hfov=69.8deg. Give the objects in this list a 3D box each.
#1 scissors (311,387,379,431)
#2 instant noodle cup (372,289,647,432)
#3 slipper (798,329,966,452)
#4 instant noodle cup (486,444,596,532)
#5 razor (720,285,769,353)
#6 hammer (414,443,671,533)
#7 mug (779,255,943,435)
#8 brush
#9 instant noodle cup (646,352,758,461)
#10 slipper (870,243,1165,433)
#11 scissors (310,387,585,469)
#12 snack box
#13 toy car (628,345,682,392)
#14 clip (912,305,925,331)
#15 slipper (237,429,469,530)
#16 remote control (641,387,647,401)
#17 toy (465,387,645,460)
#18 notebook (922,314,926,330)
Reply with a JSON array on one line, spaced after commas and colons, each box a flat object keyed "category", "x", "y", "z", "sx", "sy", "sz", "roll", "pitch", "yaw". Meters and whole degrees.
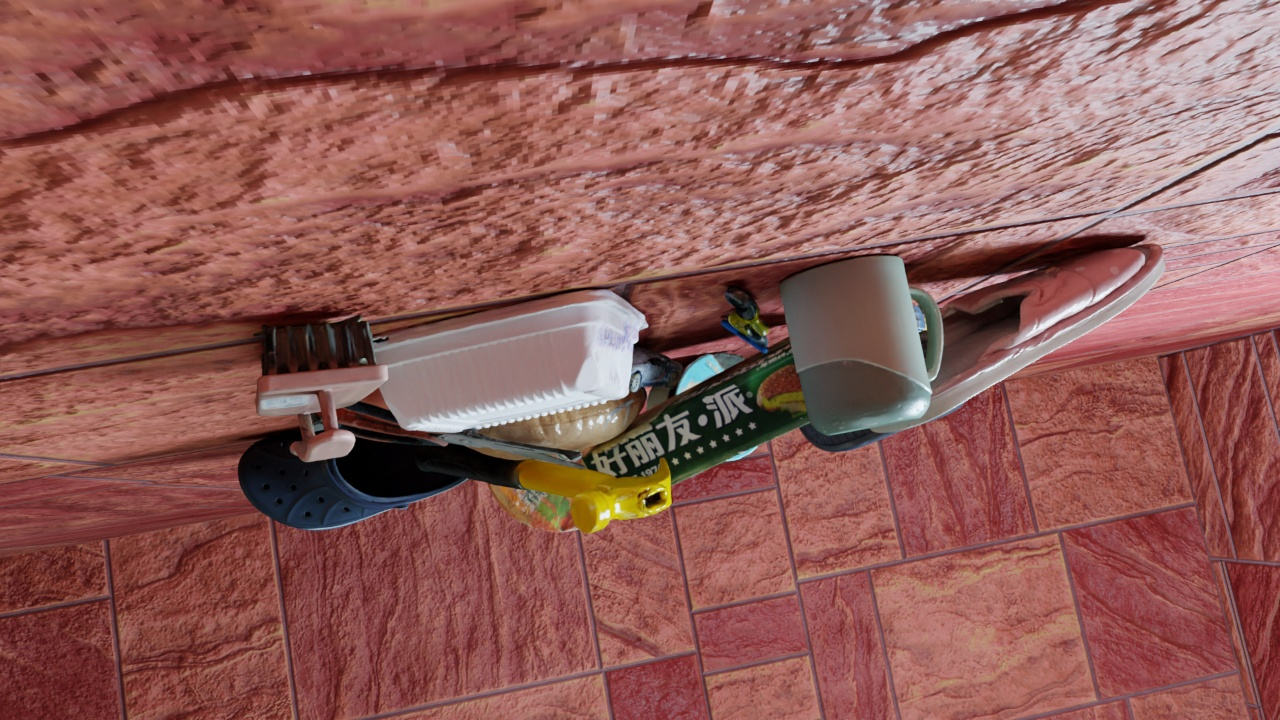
[{"category": "scissors", "x": -0.267, "y": 0.043, "z": 0.797, "sx": 0.235, "sy": 0.021, "sz": 0.125, "roll": -9, "pitch": 165, "yaw": 31}, {"category": "instant noodle cup", "x": -0.085, "y": 0.007, "z": 0.602, "sx": 0.173, "sy": 0.060, "sz": 0.138, "roll": -13, "pitch": 172, "yaw": 11}, {"category": "slipper", "x": 0.267, "y": 0.032, "z": 0.999, "sx": 0.083, "sy": 0.110, "sz": 0.269, "roll": -10, "pitch": 173, "yaw": -32}, {"category": "instant noodle cup", "x": -0.087, "y": 0.096, "z": 0.962, "sx": 0.151, "sy": 0.151, "sz": 0.111, "roll": -9, "pitch": -179, "yaw": -7}, {"category": "razor", "x": 0.074, "y": -0.035, "z": 0.652, "sx": 0.043, "sy": 0.022, "sz": 0.142, "roll": 33, "pitch": 178, "yaw": 13}, {"category": "hammer", "x": -0.096, "y": 0.098, "z": 0.792, "sx": 0.301, "sy": 0.033, "sz": 0.128, "roll": 3, "pitch": -173, "yaw": 42}, {"category": "mug", "x": 0.157, "y": -0.010, "z": 0.617, "sx": 0.111, "sy": 0.106, "sz": 0.082, "roll": -8, "pitch": 171, "yaw": -22}, {"category": "brush", "x": -0.188, "y": 0.022, "z": 0.525, "sx": 0.063, "sy": 0.073, "sz": 0.146, "roll": -7, "pitch": 174, "yaw": -26}, {"category": "instant noodle cup", "x": 0.061, "y": 0.049, "z": 0.974, "sx": 0.111, "sy": 0.111, "sz": 0.121, "roll": -7, "pitch": 180, "yaw": -22}, {"category": "slipper", "x": 0.276, "y": -0.030, "z": 0.694, "sx": 0.274, "sy": 0.054, "sz": 0.114, "roll": -29, "pitch": -174, "yaw": -12}, {"category": "scissors", "x": -0.154, "y": 0.051, "z": 0.694, "sx": 0.197, "sy": 0.015, "sz": 0.214, "roll": -9, "pitch": 149, "yaw": 40}, {"category": "snack box", "x": 0.071, "y": 0.047, "z": 0.813, "sx": 0.241, "sy": 0.063, "sz": 0.114, "roll": -29, "pitch": -178, "yaw": 28}, {"category": "toy car", "x": -0.005, "y": 0.004, "z": 0.756, "sx": 0.049, "sy": 0.031, "sz": 0.105, "roll": 17, "pitch": -170, "yaw": 29}, {"category": "clip", "x": 0.236, "y": -0.040, "z": 0.823, "sx": 0.056, "sy": 0.024, "sz": 0.028, "roll": 3, "pitch": 162, "yaw": -36}, {"category": "slipper", "x": -0.280, "y": 0.110, "z": 0.920, "sx": 0.253, "sy": 0.105, "sz": 0.095, "roll": -10, "pitch": 174, "yaw": -1}, {"category": "remote control", "x": -0.020, "y": 0.035, "z": 1.022, "sx": 0.053, "sy": 0.024, "sz": 0.136, "roll": -9, "pitch": 171, "yaw": 3}, {"category": "toy", "x": -0.060, "y": 0.038, "z": 0.811, "sx": 0.225, "sy": 0.082, "sz": 0.144, "roll": -5, "pitch": -169, "yaw": -44}, {"category": "notebook", "x": 0.255, "y": -0.030, "z": 0.960, "sx": 0.206, "sy": 0.010, "sz": 0.146, "roll": -10, "pitch": 173, "yaw": -4}]
